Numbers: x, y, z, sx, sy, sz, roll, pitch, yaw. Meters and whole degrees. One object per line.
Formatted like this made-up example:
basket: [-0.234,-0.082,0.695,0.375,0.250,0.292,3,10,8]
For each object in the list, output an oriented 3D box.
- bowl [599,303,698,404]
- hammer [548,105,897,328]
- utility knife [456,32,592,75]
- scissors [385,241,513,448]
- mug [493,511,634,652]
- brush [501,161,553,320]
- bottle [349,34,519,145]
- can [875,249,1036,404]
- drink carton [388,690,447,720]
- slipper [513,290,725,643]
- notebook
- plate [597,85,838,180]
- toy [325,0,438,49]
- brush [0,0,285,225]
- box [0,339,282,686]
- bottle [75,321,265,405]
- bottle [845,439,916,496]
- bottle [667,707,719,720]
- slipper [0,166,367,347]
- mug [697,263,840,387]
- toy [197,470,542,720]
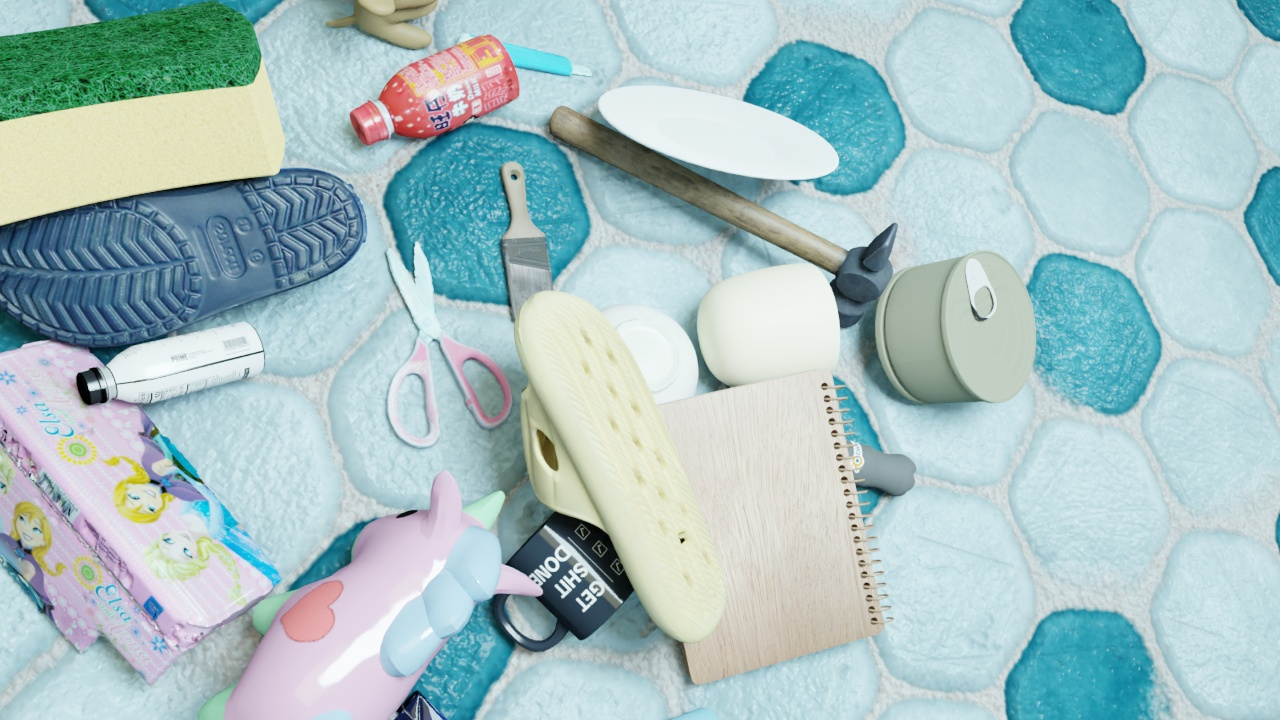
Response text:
bowl: [-0.004,0.004,0.733,0.113,0.063,0.113,5,72,-15]
hammer: [0.065,-0.138,0.785,0.322,0.129,0.040,28,65,5]
utility knife: [-0.103,-0.270,0.821,0.124,0.015,0.022,9,73,-15]
scissors: [-0.178,-0.014,0.718,0.105,0.016,0.179,-26,81,-21]
mug: [-0.058,0.162,0.667,0.077,0.071,0.105,44,88,2]
brush: [-0.097,-0.099,0.767,0.039,0.012,0.151,-5,74,-16]
bottle: [-0.172,-0.218,0.760,0.137,0.062,0.062,-31,83,-21]
can: [0.271,-0.025,0.789,0.127,0.073,0.127,4,83,-36]
drink carton: [-0.118,0.278,0.611,0.130,0.064,0.040,44,67,2]
slipper: [-0.025,0.078,0.642,0.111,0.079,0.261,-29,93,-58]
notebook: [0.097,0.123,0.706,0.169,0.022,0.210,-12,91,-10]
plate: [0.065,-0.192,0.782,0.208,0.015,0.208,10,31,-6]
toy: [-0.208,-0.310,0.754,0.105,0.108,0.134,-11,75,-17]
brush: [-0.380,-0.169,0.618,0.249,0.075,0.195,-18,37,-20]
box: [-0.364,0.105,0.619,0.230,0.106,0.086,48,23,3]
bottle: [-0.324,0.005,0.635,0.115,0.041,0.041,-20,78,-43]
bottle: [0.176,0.086,0.770,0.110,0.036,0.036,15,69,-10]
bottle: [-0.003,0.287,0.653,0.130,0.040,0.040,-13,76,-19]
slipper: [-0.324,-0.080,0.659,0.252,0.095,0.105,-12,110,-13]
mug: [0.099,-0.015,0.756,0.099,0.096,0.120,-10,117,-10]
toy: [-0.170,0.176,0.574,0.120,0.171,0.221,59,26,-28]
